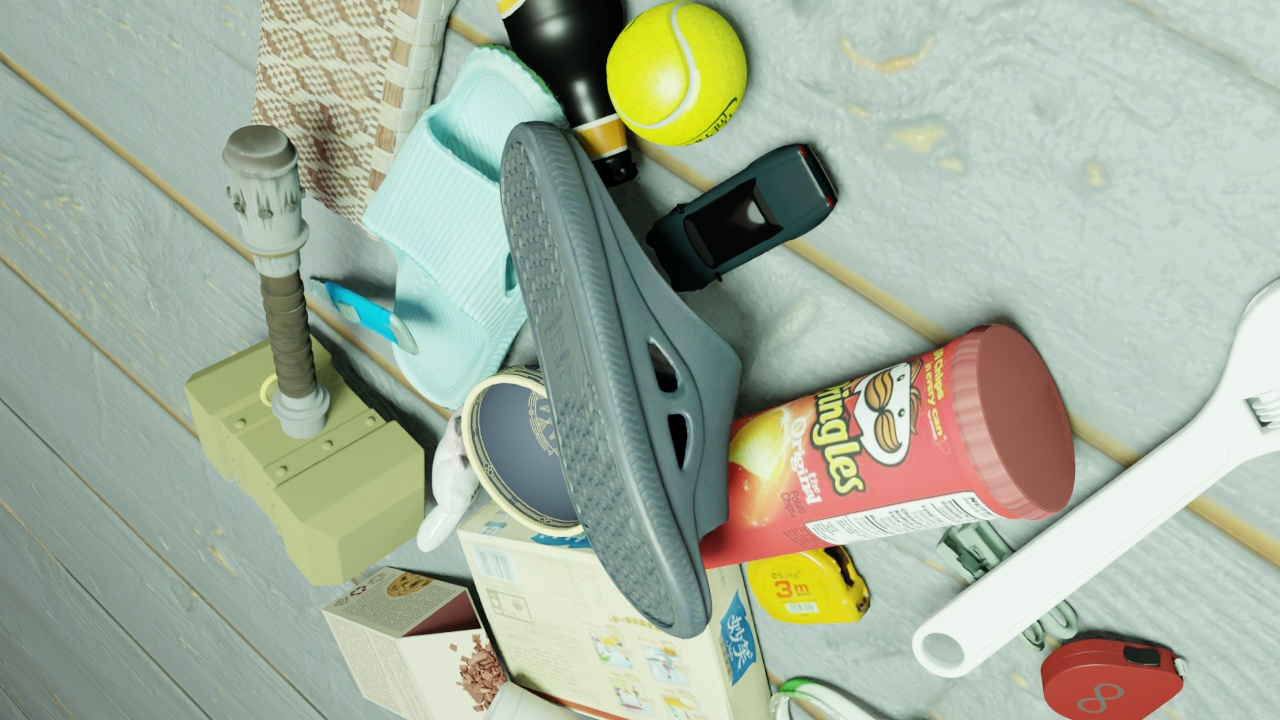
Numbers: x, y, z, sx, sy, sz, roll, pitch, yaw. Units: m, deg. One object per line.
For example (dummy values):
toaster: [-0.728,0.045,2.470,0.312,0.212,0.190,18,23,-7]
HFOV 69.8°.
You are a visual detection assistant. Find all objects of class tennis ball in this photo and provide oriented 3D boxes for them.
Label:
tennis ball: [0.017,-0.134,0.434,0.065,0.065,0.065,18,123,29]

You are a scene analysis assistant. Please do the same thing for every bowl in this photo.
bowl: [-0.052,0.049,0.589,0.112,0.061,0.113,18,123,29]

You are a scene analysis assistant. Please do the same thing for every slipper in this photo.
slipper: [-0.115,-0.060,0.575,0.116,0.069,0.277,38,132,10]
slipper: [-0.003,0.003,0.469,0.111,0.083,0.268,141,113,-66]

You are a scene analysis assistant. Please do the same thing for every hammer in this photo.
hammer: [-0.234,-0.010,0.617,0.190,0.100,0.326,40,142,23]

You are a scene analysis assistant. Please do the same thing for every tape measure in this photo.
tape measure: [0.094,0.125,0.543,0.068,0.030,0.059,-16,104,38]
tape measure: [0.232,0.158,0.458,0.051,0.019,0.059,22,129,-1]

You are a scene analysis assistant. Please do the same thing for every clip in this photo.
clip: [0.189,0.115,0.472,0.076,0.023,0.043,49,134,8]

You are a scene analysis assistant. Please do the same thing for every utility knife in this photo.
utility knife: [-0.204,-0.037,0.650,0.207,0.015,0.031,22,133,52]

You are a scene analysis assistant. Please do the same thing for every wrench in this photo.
wrench: [0.215,0.069,0.412,0.066,0.018,0.274,43,126,12]

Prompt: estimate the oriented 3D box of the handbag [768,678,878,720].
handbag: [0.148,0.275,0.573,0.176,0.073,0.152,54,135,26]

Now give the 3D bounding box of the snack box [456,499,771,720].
snack box: [-0.020,0.180,0.641,0.208,0.055,0.153,1,115,36]

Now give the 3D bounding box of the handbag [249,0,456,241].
handbag: [-0.187,-0.179,0.577,0.124,0.046,0.186,33,130,8]

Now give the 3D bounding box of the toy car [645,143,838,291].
toy car: [0.048,-0.070,0.467,0.112,0.034,0.046,-25,97,43]

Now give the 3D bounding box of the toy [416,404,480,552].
toy: [-0.133,0.081,0.665,0.037,0.075,0.126,16,129,-7]

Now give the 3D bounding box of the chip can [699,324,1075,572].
chip can: [0.096,0.055,0.466,0.214,0.086,0.087,-24,99,43]

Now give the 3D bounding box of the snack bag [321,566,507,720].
snack bag: [-0.171,0.243,0.760,0.207,0.069,0.094,-3,112,47]

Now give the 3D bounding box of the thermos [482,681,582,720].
thermos: [-0.012,0.309,0.667,0.224,0.052,0.052,29,131,-3]

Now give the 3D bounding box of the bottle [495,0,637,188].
bottle: [-0.040,-0.176,0.458,0.059,0.059,0.182,-6,110,39]
